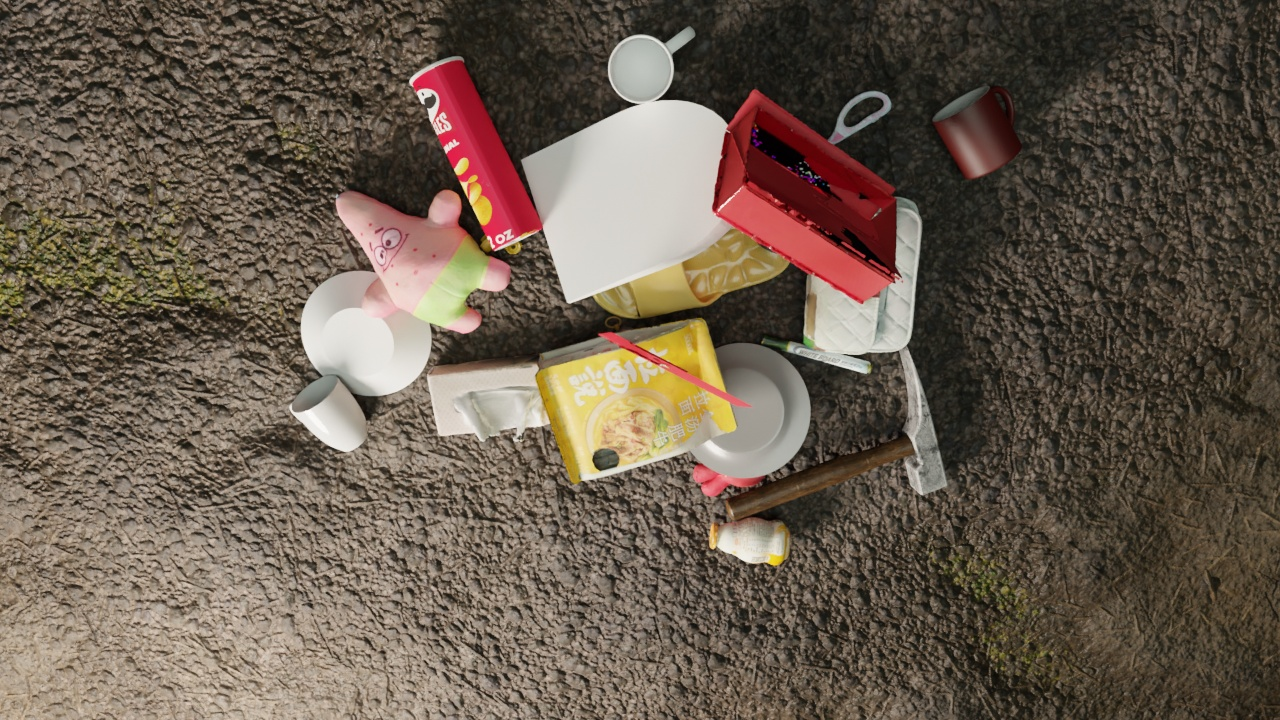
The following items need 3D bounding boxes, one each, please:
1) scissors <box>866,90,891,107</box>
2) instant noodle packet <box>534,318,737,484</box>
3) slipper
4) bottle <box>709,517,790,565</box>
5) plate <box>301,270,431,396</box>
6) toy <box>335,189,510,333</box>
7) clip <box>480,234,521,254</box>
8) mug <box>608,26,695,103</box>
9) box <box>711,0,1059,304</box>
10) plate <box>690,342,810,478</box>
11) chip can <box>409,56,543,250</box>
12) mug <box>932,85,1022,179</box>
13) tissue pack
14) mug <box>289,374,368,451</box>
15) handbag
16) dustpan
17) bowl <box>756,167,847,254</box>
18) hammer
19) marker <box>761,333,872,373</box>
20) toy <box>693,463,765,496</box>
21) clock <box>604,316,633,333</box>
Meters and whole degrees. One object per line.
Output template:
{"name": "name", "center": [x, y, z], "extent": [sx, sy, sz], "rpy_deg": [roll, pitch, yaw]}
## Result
{"name": "scissors", "center": [0.246, -0.263, 1.132], "extent": [0.170, 0.013, 0.176], "rpy_deg": [33, 109, -7]}
{"name": "instant noodle packet", "center": [-0.004, 0.047, 1.151], "extent": [0.222, 0.084, 0.163], "rpy_deg": [-15, 110, 9]}
{"name": "slipper", "center": [0.064, -0.112, 1.152], "extent": [0.263, 0.078, 0.099], "rpy_deg": [-15, 108, 3]}
{"name": "bottle", "center": [0.152, 0.249, 1.278], "extent": [0.108, 0.063, 0.063], "rpy_deg": [7, 108, -1]}
{"name": "plate", "center": [-0.366, -0.028, 1.209], "extent": [0.174, 0.036, 0.174], "rpy_deg": [0, 108, 1]}
{"name": "toy", "center": [-0.284, -0.135, 1.145], "extent": [0.236, 0.096, 0.192], "rpy_deg": [37, 102, 0]}
{"name": "clip", "center": [-0.175, -0.157, 1.172], "extent": [0.054, 0.046, 0.048], "rpy_deg": [-46, 69, 13]}
{"name": "mug", "center": [0.016, -0.350, 1.066], "extent": [0.111, 0.090, 0.074], "rpy_deg": [-34, 105, 11]}
{"name": "box", "center": [0.246, -0.261, 0.950], "extent": [0.213, 0.148, 0.375], "rpy_deg": [29, 106, -20]}
{"name": "plate", "center": [0.133, 0.066, 1.207], "extent": [0.178, 0.012, 0.178], "rpy_deg": [0, 90, 16]}
{"name": "chip can", "center": [-0.195, -0.245, 1.099], "extent": [0.069, 0.069, 0.220], "rpy_deg": [-24, 98, 9]}
{"name": "mug", "center": [0.413, -0.281, 1.099], "extent": [0.105, 0.073, 0.082], "rpy_deg": [-40, 105, -17]}
{"name": "tissue pack", "center": [-0.186, 0.052, 1.220], "extent": [0.181, 0.071, 0.104], "rpy_deg": [-6, 107, -1]}
{"name": "mug", "center": [-0.423, 0.078, 1.236], "extent": [0.107, 0.071, 0.089], "rpy_deg": [-6, 130, 33]}
{"name": "handbag", "center": [0.277, -0.105, 1.145], "extent": [0.139, 0.072, 0.195], "rpy_deg": [1, 112, 8]}
{"name": "dustpan", "center": [0.004, -0.203, 1.113], "extent": [0.258, 0.053, 0.191], "rpy_deg": [-21, 81, 18]}
{"name": "bowl", "center": [0.180, -0.192, 1.090], "extent": [0.124, 0.124, 0.052], "rpy_deg": [-30, 149, 10]}
{"name": "hammer", "center": [0.246, 0.116, 1.221], "extent": [0.300, 0.037, 0.218], "rpy_deg": [-20, 107, -2]}
{"name": "marker", "center": [0.229, -0.009, 1.196], "extent": [0.146, 0.017, 0.017], "rpy_deg": [15, 109, 12]}
{"name": "toy", "center": [0.133, 0.134, 1.249], "extent": [0.135, 0.045, 0.091], "rpy_deg": [-40, 110, 8]}
{"name": "clock", "center": [-0.007, 0.007, 1.202], "extent": [0.104, 0.056, 0.148], "rpy_deg": [-23, 105, 16]}
